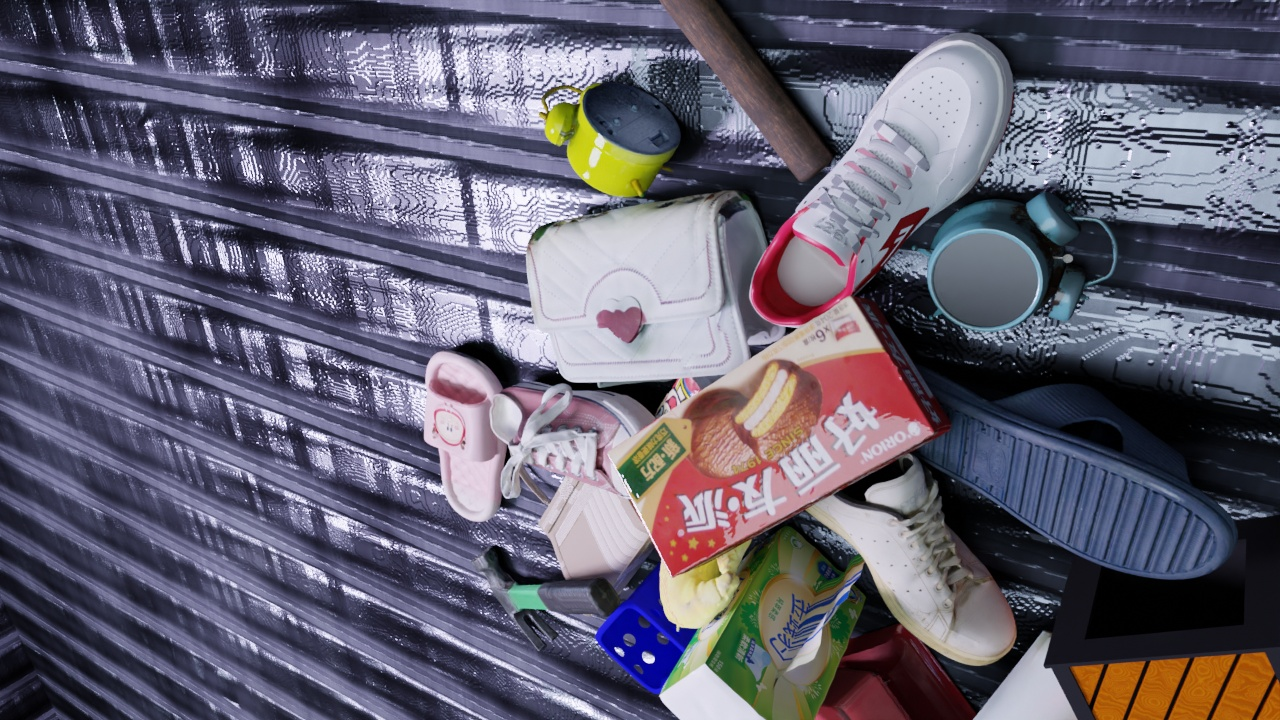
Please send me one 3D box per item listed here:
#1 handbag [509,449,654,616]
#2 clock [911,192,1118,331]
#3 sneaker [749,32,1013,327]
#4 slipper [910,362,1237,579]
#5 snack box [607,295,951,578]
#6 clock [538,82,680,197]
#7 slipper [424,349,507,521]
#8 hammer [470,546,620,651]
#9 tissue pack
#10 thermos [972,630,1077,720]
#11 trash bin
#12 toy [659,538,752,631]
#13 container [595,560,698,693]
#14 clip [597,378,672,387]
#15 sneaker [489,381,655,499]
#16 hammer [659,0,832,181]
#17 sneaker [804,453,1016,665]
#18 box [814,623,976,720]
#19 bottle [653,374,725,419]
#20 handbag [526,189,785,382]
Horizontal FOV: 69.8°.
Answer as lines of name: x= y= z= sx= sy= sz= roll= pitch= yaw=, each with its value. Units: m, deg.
handbag: x=-0.070 y=0.139 z=0.957 sx=0.198 sy=0.062 sz=0.176 roll=45 pitch=133 yaw=17
clock: x=0.253 y=-0.064 z=0.621 sx=0.124 sy=0.053 sz=0.090 roll=-9 pitch=109 yaw=34
sneaker: x=0.154 y=-0.109 z=0.629 sx=0.090 sy=0.104 sz=0.237 roll=44 pitch=130 yaw=6
slipper: x=0.288 y=0.060 z=0.654 sx=0.264 sy=0.082 sz=0.101 roll=29 pitch=143 yaw=42
snack box: x=0.097 y=0.061 z=0.690 sx=0.237 sy=0.060 sz=0.113 roll=-35 pitch=75 yaw=26
clock: x=-0.025 y=-0.183 z=0.727 sx=0.119 sy=0.083 sz=0.057 roll=40 pitch=137 yaw=7
slipper: x=-0.196 y=0.086 z=1.007 sx=0.107 sy=0.055 sz=0.222 roll=20 pitch=125 yaw=27
hammer: x=-0.097 y=0.251 z=0.972 sx=0.130 sy=0.032 sz=0.320 roll=57 pitch=152 yaw=-1
tissue pack: x=0.126 y=0.225 z=0.769 sx=0.120 sy=0.197 sz=0.142 roll=38 pitch=130 yaw=-2
thermos: x=0.276 y=0.321 z=0.719 sx=0.068 sy=0.068 sz=0.230 roll=38 pitch=90 yaw=11
trash bin: x=0.392 y=0.227 z=0.625 sx=0.140 sy=0.139 sz=0.172 roll=-22 pitch=101 yaw=40
toy: x=0.059 y=0.158 z=0.814 sx=0.064 sy=0.170 sz=0.155 roll=26 pitch=158 yaw=-14
container: x=0.030 y=0.247 z=0.900 sx=0.084 sy=0.113 sz=0.085 roll=41 pitch=130 yaw=9
clip: x=-0.002 y=0.008 z=0.850 sx=0.076 sy=0.061 sz=0.023 roll=-1 pitch=116 yaw=18
sneaker: x=-0.075 y=0.073 z=0.852 sx=0.241 sy=0.087 sz=0.118 roll=14 pitch=109 yaw=44
hammer: x=0.063 y=-0.275 z=0.648 sx=0.300 sy=0.036 sz=0.218 roll=52 pitch=131 yaw=-1
sneaker: x=0.209 y=0.125 z=0.717 sx=0.241 sy=0.088 sz=0.103 roll=44 pitch=148 yaw=13
box: x=0.212 y=0.345 z=0.826 sx=0.157 sy=0.126 sz=0.137 roll=52 pitch=136 yaw=0
bottle: x=0.040 y=0.061 z=0.828 sx=0.062 sy=0.061 sz=0.138 roll=40 pitch=129 yaw=10
handbag: x=0.007 y=-0.059 z=0.763 sx=0.199 sy=0.095 sz=0.142 roll=-5 pitch=111 yaw=38
